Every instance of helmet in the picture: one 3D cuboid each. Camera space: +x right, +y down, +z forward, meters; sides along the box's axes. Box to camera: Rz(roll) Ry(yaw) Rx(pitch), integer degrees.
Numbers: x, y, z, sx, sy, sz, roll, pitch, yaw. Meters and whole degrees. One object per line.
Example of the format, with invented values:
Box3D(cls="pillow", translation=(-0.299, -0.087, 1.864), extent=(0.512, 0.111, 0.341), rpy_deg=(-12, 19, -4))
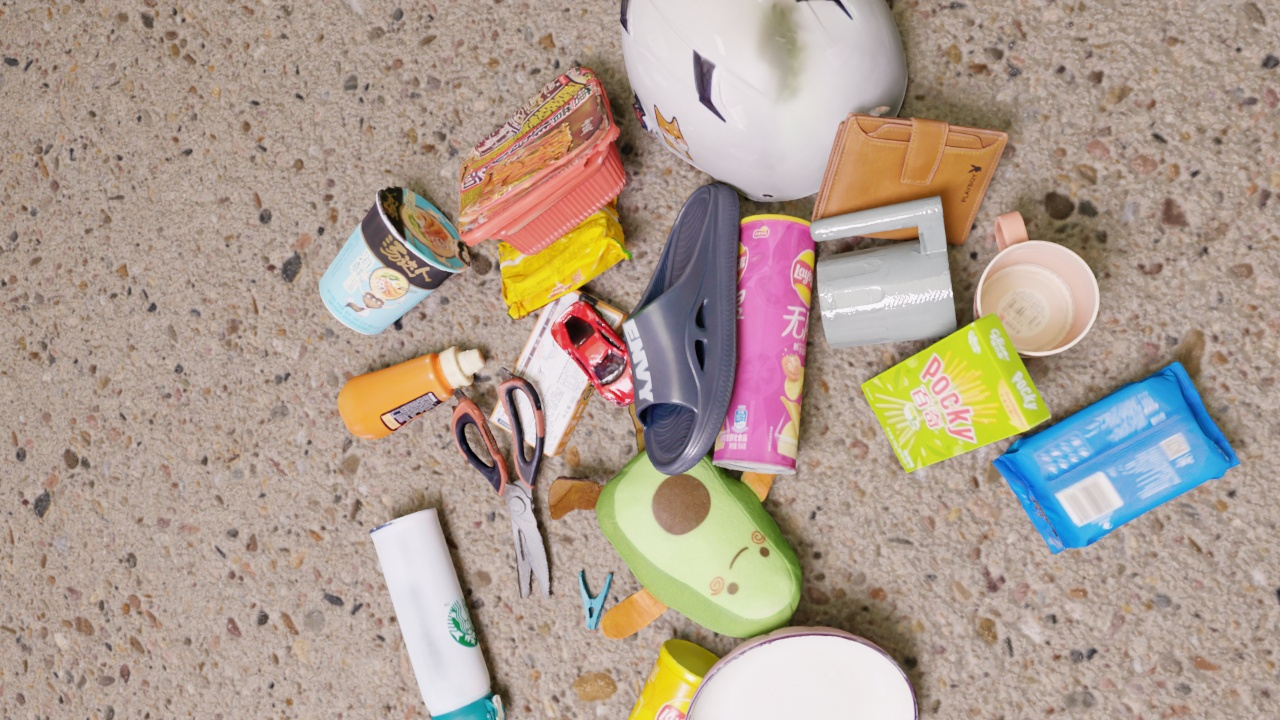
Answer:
Box3D(cls="helmet", translation=(0.088, -0.271, 0.764), extent=(0.230, 0.156, 0.274), rpy_deg=(-42, 77, 11))

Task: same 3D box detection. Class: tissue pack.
Box3D(cls="tissue pack", translation=(0.369, 0.076, 0.716), extent=(0.157, 0.052, 0.095), rpy_deg=(-33, 81, 14))

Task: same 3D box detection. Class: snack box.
Box3D(cls="snack box", translation=(-0.078, 0.008, 0.873), extent=(0.075, 0.026, 0.154), rpy_deg=(29, 97, 16))
Box3D(cls="snack box", translation=(0.239, 0.030, 0.715), extent=(0.026, 0.157, 0.085), rpy_deg=(-21, 80, -23))

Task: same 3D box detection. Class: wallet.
Box3D(cls="wallet", translation=(0.214, -0.150, 0.733), extent=(0.130, 0.035, 0.119), rpy_deg=(4, 133, -7))

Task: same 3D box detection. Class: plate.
Box3D(cls="plate", translation=(0.129, 0.293, 0.759), extent=(0.192, 0.039, 0.193), rpy_deg=(-1, 111, -3))

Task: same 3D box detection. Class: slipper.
Box3D(cls="slipper", translation=(0.022, -0.036, 0.769), extent=(0.083, 0.111, 0.267), rpy_deg=(17, 67, -22))

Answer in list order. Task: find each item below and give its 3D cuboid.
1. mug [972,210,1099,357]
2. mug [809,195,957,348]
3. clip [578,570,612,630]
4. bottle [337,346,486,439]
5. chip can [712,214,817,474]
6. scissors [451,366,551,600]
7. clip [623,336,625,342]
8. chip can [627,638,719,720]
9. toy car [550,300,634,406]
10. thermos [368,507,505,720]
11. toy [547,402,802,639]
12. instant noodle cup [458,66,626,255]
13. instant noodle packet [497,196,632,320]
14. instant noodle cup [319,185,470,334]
Box3D(cls="mug", translation=(0.298, -0.058, 0.715), extent=(0.082, 0.105, 0.114), rpy_deg=(-16, 83, 16))
Box3D(cls="mug", translation=(0.198, -0.070, 0.747), extent=(0.103, 0.083, 0.124), rpy_deg=(-8, 126, 19))
Box3D(cls="clip", translation=(-0.043, 0.225, 0.860), extent=(0.033, 0.013, 0.054), rpy_deg=(1, 88, 19))
Box3D(cls="bottle", translation=(-0.220, 0.025, 0.902), extent=(0.149, 0.066, 0.066), rpy_deg=(-23, 81, 8))
Box3D(cls="chip can", translation=(0.106, -0.012, 0.771), extent=(0.071, 0.071, 0.210), rpy_deg=(3, 77, 17))
Box3D(cls="scissors", translation=(-0.128, 0.120, 0.873), extent=(0.206, 0.015, 0.202), rpy_deg=(34, 109, 13))
Box3D(cls="clip", translation=(-0.006, 0.006, 0.852), extent=(0.042, 0.026, 0.058), rpy_deg=(7, 90, 10))
Box3D(cls="chip can", translation=(0.007, 0.356, 0.808), extent=(0.072, 0.072, 0.213), rpy_deg=(27, 96, 17))
Box3D(cls="toy car", translation=(-0.036, -0.005, 0.831), extent=(0.049, 0.031, 0.106), rpy_deg=(-43, 80, 11))
Box3D(cls="thermos", translation=(-0.191, 0.257, 0.878), extent=(0.073, 0.073, 0.224), rpy_deg=(-23, 82, 15))
Box3D(cls="toy", translation=(0.041, 0.145, 0.793), extent=(0.247, 0.090, 0.226), rpy_deg=(39, 80, 18))
Box3D(cls="instant noodle cup", translation=(-0.084, -0.172, 0.826), extent=(0.165, 0.079, 0.188), rpy_deg=(-33, 34, 14))
Box3D(cls="instant noodle packet", translation=(-0.071, -0.102, 0.849), extent=(0.128, 0.044, 0.110), rpy_deg=(-29, 43, 14))
Box3D(cls="instant noodle cup", translation=(-0.246, -0.089, 0.895), extent=(0.121, 0.111, 0.111), rpy_deg=(-42, 77, 20))
